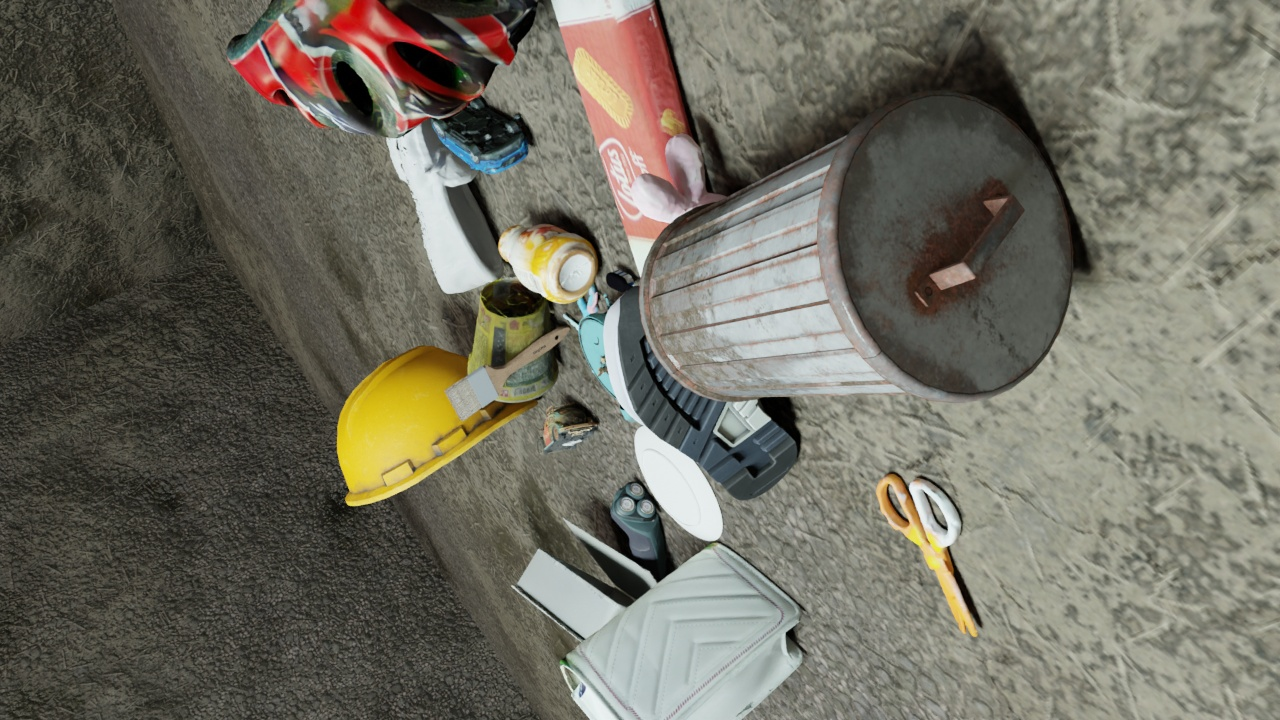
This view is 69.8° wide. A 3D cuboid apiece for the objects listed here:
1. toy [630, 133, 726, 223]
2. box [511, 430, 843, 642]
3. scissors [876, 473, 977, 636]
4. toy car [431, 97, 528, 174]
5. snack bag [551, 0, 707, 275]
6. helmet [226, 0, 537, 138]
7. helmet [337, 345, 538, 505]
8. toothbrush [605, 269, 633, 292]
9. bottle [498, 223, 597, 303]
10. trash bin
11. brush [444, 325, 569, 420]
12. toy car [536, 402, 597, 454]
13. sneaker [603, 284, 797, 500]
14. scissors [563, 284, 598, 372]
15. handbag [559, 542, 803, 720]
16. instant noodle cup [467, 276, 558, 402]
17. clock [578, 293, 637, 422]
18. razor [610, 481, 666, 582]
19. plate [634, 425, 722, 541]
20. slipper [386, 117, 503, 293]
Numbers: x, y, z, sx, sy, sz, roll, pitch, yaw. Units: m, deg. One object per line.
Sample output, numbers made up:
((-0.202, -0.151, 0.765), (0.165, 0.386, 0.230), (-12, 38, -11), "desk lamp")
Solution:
((0.039, -0.087, 0.588), (0.110, 0.063, 0.047), (54, 158, -22), "toy")
((0.055, 0.197, 1.140), (0.169, 0.403, 0.172), (21, 152, 46), "box")
((0.201, 0.132, 0.607), (0.130, 0.013, 0.070), (62, 156, -6), "scissors")
((-0.142, -0.199, 0.824), (0.120, 0.056, 0.044), (38, 155, 44), "toy car")
((0.000, -0.153, 0.621), (0.077, 0.041, 0.225), (20, 134, 51), "snack bag")
((-0.157, -0.243, 0.595), (0.167, 0.218, 0.271), (43, -161, -25), "helmet")
((-0.265, 0.055, 1.101), (0.206, 0.254, 0.131), (-5, 114, 63), "helmet")
((0.027, -0.041, 0.726), (0.168, 0.014, 0.014), (29, 131, 43), "toothbrush")
((-0.087, -0.093, 0.826), (0.108, 0.063, 0.063), (29, 143, 46), "bottle")
((0.097, -0.042, 0.459), (0.131, 0.130, 0.211), (62, 157, -8), "trash bin")
((-0.130, 0.005, 0.924), (0.008, 0.143, 0.045), (39, 158, 40), "brush")
((-0.087, 0.075, 1.045), (0.112, 0.047, 0.047), (138, 123, -60), "toy car")
((0.023, 0.007, 0.660), (0.124, 0.089, 0.240), (46, 176, 45), "sneaker")
((-0.036, -0.018, 0.884), (0.135, 0.015, 0.135), (48, 160, 27), "scissors")
((0.040, 0.275, 0.856), (0.142, 0.198, 0.096), (35, 149, 43), "handbag")
((-0.135, -0.026, 0.970), (0.102, 0.102, 0.108), (43, 143, 31), "instant noodle cup")
((-0.005, 0.005, 0.797), (0.124, 0.053, 0.090), (55, 157, 9), "clock")
((0.003, 0.197, 1.026), (0.052, 0.047, 0.143), (10, 134, 28), "razor")
((0.032, 0.126, 0.918), (0.134, 0.011, 0.135), (43, 152, 30), "plate")
((-0.197, -0.181, 0.923), (0.112, 0.074, 0.247), (-101, -2, -60), "slipper")
